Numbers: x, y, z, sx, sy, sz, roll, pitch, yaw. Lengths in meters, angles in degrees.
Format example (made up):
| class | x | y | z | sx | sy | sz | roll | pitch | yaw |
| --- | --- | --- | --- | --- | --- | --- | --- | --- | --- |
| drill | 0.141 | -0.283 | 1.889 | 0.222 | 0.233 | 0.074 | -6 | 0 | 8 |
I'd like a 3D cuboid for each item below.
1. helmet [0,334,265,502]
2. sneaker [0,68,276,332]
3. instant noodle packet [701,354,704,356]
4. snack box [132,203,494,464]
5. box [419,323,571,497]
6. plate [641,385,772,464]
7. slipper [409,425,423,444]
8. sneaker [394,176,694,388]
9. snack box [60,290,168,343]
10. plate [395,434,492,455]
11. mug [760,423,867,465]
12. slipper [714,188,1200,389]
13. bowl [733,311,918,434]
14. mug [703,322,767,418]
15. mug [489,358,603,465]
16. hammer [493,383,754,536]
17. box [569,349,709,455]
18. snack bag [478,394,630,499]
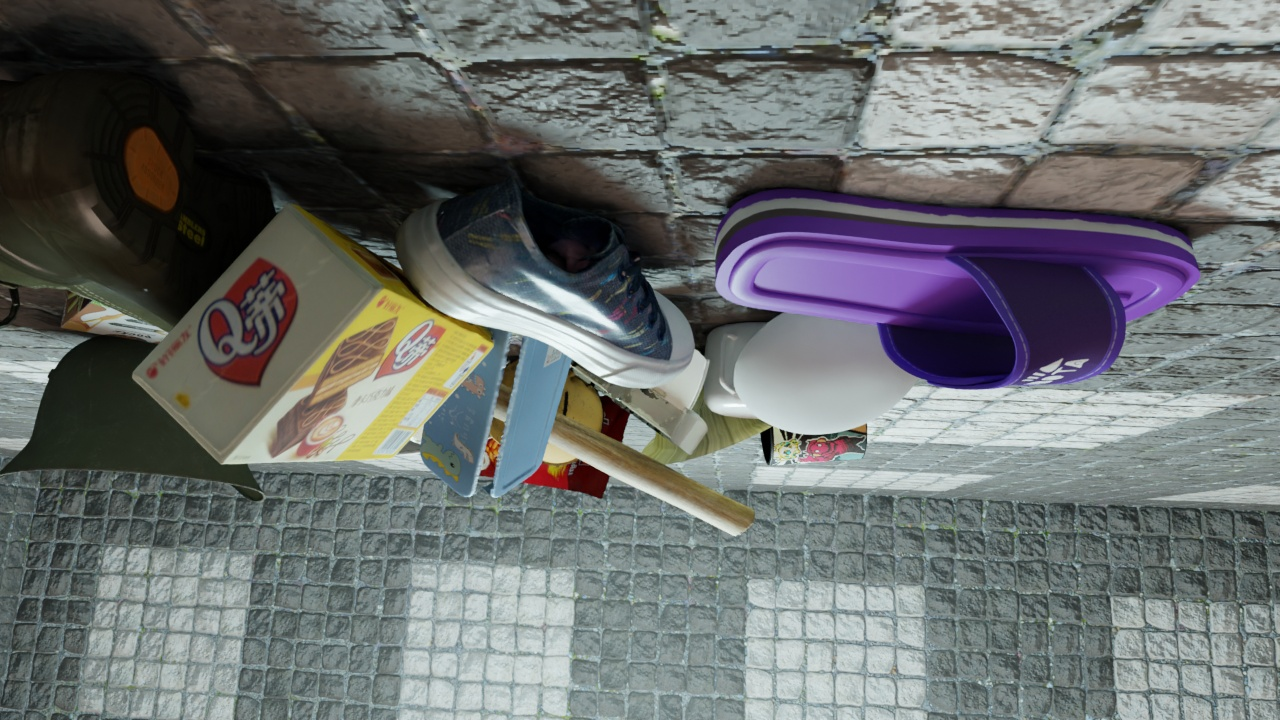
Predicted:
| class | x | y | z | sx | sy | sz | roll | pitch | yaw |
| --- | --- | --- | --- | --- | --- | --- | --- | --- | --- |
| helmet | -0.480 | 0.052 | 0.895 | 0.226 | 0.153 | 0.269 | 12 | 160 | -35 |
| sneaker | -0.271 | -0.061 | 0.442 | 0.143 | 0.101 | 0.238 | 4 | 167 | -3 |
| instant noodle packet | 0.024 | 0.012 | 0.904 | 0.087 | 0.026 | 0.134 | 8 | 167 | -22 |
| snack box | -0.162 | -0.002 | 0.516 | 0.061 | 0.110 | 0.230 | 42 | 178 | 6 |
| box | -0.107 | 0.016 | 0.700 | 0.085 | 0.072 | 0.210 | 33 | 132 | 14 |
| plate | 0.077 | 0.042 | 0.890 | 0.184 | 0.036 | 0.184 | -24 | -172 | 3 |
| slipper | -0.204 | 0.031 | 0.842 | 0.115 | 0.052 | 0.263 | -3 | 153 | -2 |
| sneaker | -0.029 | -0.049 | 0.539 | 0.079 | 0.087 | 0.235 | -32 | 150 | 26 |
| snack box | -0.368 | -0.045 | 0.705 | 0.101 | 0.031 | 0.186 | 12 | 165 | -39 |
| plate | -0.258 | 0.082 | 1.091 | 0.242 | 0.016 | 0.242 | -4 | -168 | 1 |
| mug | 0.179 | 0.060 | 0.984 | 0.098 | 0.082 | 0.118 | -4 | -159 | -1 |
| slipper | 0.173 | -0.023 | 0.504 | 0.266 | 0.084 | 0.107 | 6 | 154 | -9 |
| bowl | 0.146 | 0.014 | 0.678 | 0.149 | 0.043 | 0.150 | -7 | 141 | -6 |
| mug | 0.095 | 0.009 | 0.767 | 0.094 | 0.068 | 0.115 | -5 | 166 | 33 |
| mug | -0.093 | 0.045 | 0.949 | 0.124 | 0.100 | 0.094 | -41 | 157 | 6 |
| hammer | -0.040 | 0.074 | 0.794 | 0.330 | 0.033 | 0.132 | 28 | 127 | -19 |
| box | -0.008 | 0.010 | 0.753 | 0.144 | 0.058 | 0.188 | 35 | 167 | 13 |
| snack bag | -0.104 | 0.097 | 1.112 | 0.208 | 0.138 | 0.066 | 1 | 144 | 34 |
